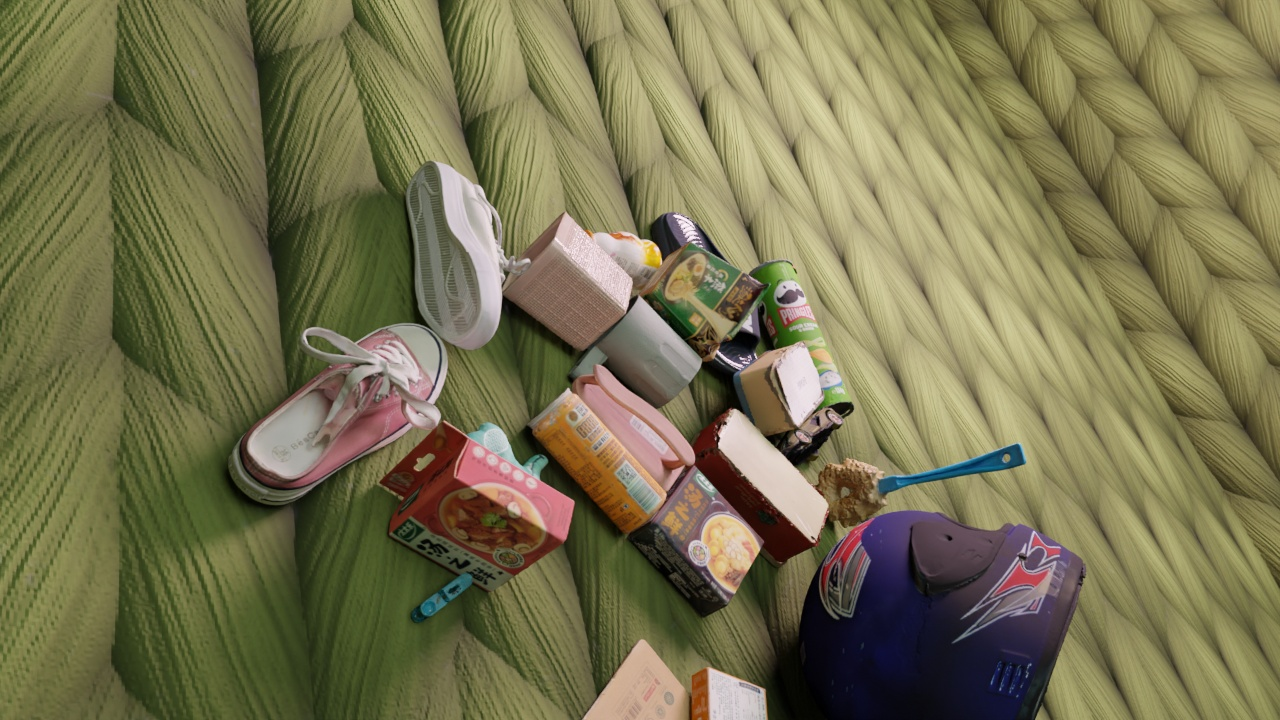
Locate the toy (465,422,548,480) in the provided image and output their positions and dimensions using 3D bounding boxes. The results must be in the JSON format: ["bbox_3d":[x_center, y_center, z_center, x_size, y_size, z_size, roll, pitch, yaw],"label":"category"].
[{"bbox_3d":[-0.122,0.096,0.842,0.092,0.030,0.096,53,29,-4],"label":"toy"}]

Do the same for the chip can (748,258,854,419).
[{"bbox_3d":[0.218,-0.026,1.264,0.072,0.072,0.235,7,54,-43],"label":"chip can"}]

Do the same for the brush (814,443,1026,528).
[{"bbox_3d":[0.326,0.141,1.094,0.046,0.255,0.083,27,51,-54],"label":"brush"}]

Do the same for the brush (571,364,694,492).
[{"bbox_3d":[-0.013,0.069,0.941,0.145,0.073,0.063,46,37,-3],"label":"brush"}]

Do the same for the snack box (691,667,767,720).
[{"bbox_3d":[0.081,0.357,0.812,0.075,0.026,0.153,29,41,-26],"label":"snack box"}]

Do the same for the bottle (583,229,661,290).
[{"bbox_3d":[-0.028,-0.124,1.099,0.108,0.063,0.063,14,49,-39],"label":"bottle"}]

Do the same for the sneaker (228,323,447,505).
[{"bbox_3d":[-0.223,0.025,0.743,0.118,0.088,0.240,48,34,-3],"label":"sneaker"}]

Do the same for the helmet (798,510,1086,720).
[{"bbox_3d":[0.297,0.269,0.944,0.240,0.248,0.314,24,35,26],"label":"helmet"}]

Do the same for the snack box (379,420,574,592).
[{"bbox_3d":[-0.137,0.120,0.731,0.127,0.113,0.044,35,40,-19],"label":"snack box"}]

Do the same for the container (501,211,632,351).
[{"bbox_3d":[-0.074,-0.081,0.988,0.111,0.090,0.089,40,27,-18],"label":"container"}]

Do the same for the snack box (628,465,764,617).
[{"bbox_3d":[0.061,0.179,0.946,0.113,0.053,0.125,47,42,-4],"label":"snack box"}]

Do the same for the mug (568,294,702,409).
[{"bbox_3d":[-0.006,0.006,1.009,0.103,0.084,0.123,43,64,-11],"label":"mug"}]

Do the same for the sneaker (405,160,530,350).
[{"bbox_3d":[-0.168,-0.098,0.914,0.090,0.090,0.242,22,35,-42],"label":"sneaker"}]

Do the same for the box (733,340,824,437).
[{"bbox_3d":[0.170,0.035,1.116,0.183,0.059,0.090,-22,93,-63],"label":"box"}]

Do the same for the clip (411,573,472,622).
[{"bbox_3d":[-0.158,0.189,0.729,0.014,0.043,0.056,53,40,6],"label":"clip"}]

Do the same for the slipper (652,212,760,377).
[{"bbox_3d":[0.094,-0.101,1.193,0.110,0.084,0.267,6,53,-41],"label":"slipper"}]

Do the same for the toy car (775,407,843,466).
[{"bbox_3d":[0.199,0.101,1.134,0.042,0.070,0.157,41,32,20],"label":"toy car"}]

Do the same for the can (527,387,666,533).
[{"bbox_3d":[-0.042,0.098,0.896,0.146,0.058,0.058,48,36,-3],"label":"can"}]

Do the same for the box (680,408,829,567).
[{"bbox_3d":[0.135,0.137,1.028,0.168,0.080,0.091,45,37,-8],"label":"box"}]

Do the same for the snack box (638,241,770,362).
[{"bbox_3d":[0.063,-0.072,1.066,0.105,0.118,0.117,41,74,-11],"label":"snack box"}]

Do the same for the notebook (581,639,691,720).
[{"bbox_3d":[0.034,0.363,0.787,0.207,0.008,0.147,50,36,0],"label":"notebook"}]
